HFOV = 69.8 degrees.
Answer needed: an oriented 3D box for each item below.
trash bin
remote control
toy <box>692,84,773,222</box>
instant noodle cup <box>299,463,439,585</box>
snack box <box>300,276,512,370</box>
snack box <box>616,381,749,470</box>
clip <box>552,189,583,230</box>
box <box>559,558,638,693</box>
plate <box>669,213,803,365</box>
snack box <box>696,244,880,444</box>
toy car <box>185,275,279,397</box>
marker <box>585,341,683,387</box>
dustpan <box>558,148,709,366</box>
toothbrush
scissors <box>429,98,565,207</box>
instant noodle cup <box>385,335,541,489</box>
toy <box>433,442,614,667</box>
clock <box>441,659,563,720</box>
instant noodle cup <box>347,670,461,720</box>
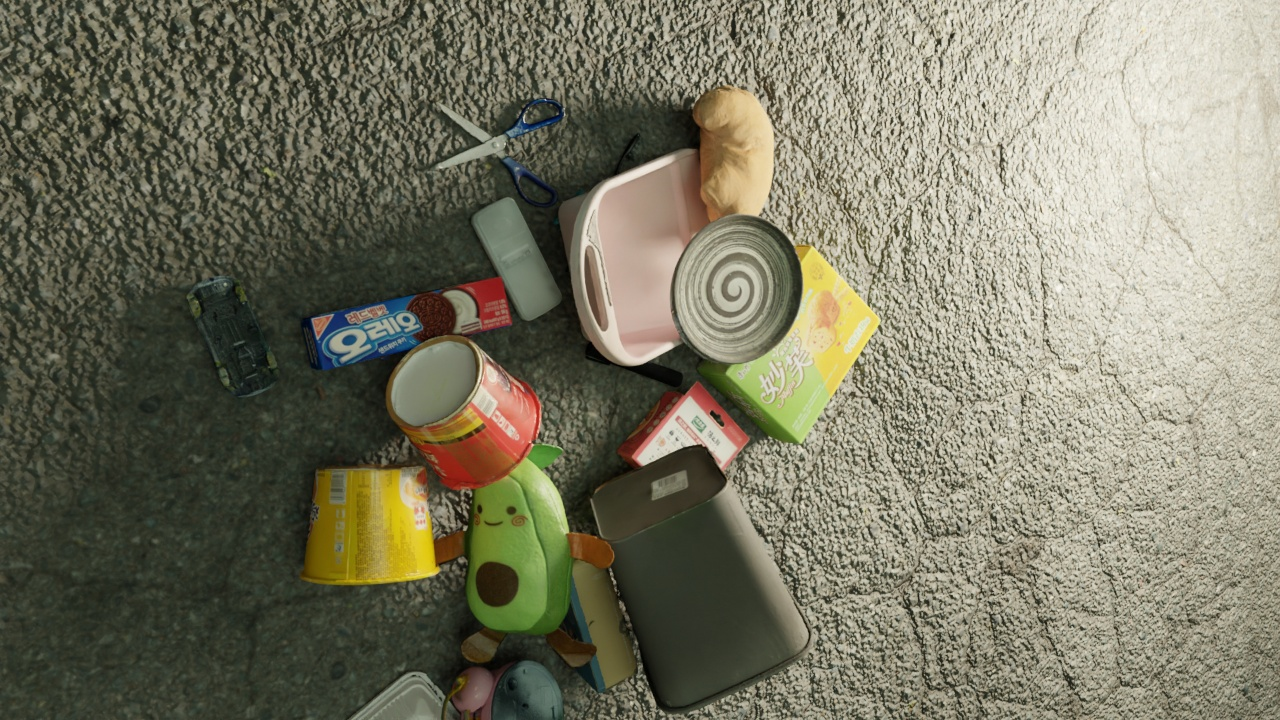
[{"bbox_3d":[0.059,0.237,1.050,0.198,0.199,0.220,-23,107,-3],"label":"trash bin"},{"bbox_3d":[-0.138,-0.113,1.029,0.055,0.020,0.136,-33,110,-20],"label":"remote control"},{"bbox_3d":[0.110,-0.215,1.108,0.143,0.083,0.226,-7,99,-47],"label":"toy"},{"bbox_3d":[-0.273,0.161,0.929,0.137,0.138,0.109,1,85,-28],"label":"instant noodle cup"},{"bbox_3d":[-0.242,-0.039,0.961,0.207,0.057,0.058,-16,99,-25],"label":"snack box"},{"bbox_3d":[0.054,0.105,1.139,0.127,0.044,0.113,-48,113,-14],"label":"snack box"},{"bbox_3d":[-0.079,-0.171,1.059,0.055,0.013,0.038,-43,112,-19],"label":"clip"},{"bbox_3d":[-0.063,0.289,1.073,0.059,0.090,0.184,-23,103,-23],"label":"box"},{"bbox_3d":[0.112,-0.083,1.087,0.179,0.024,0.179,-5,102,-24],"label":"plate"},{"bbox_3d":[0.195,-0.021,1.187,0.157,0.070,0.209,41,76,-25],"label":"snack box"},{"bbox_3d":[-0.397,-0.023,0.894,0.054,0.037,0.120,-24,96,-23],"label":"toy car"},{"bbox_3d":[-0.007,0.006,1.111,0.132,0.020,0.022,19,94,-28],"label":"marker"},{"bbox_3d":[0.018,-0.109,1.036,0.272,0.139,0.223,-21,108,-26],"label":"dustpan"},{"bbox_3d":[-0.042,-0.184,1.077,0.016,0.014,0.189,30,82,-21],"label":"toothbrush"},{"bbox_3d":[-0.148,-0.235,1.016,0.175,0.012,0.162,-40,112,-18],"label":"scissors"},{"bbox_3d":[-0.184,0.046,0.935,0.137,0.138,0.108,-50,145,-15],"label":"instant noodle cup"},{"bbox_3d":[-0.131,0.215,0.982,0.227,0.089,0.247,-3,96,16],"label":"toy"},{"bbox_3d":[-0.157,0.396,1.017,0.158,0.060,0.117,20,59,-51],"label":"clock"},{"bbox_3d":[-0.246,0.448,1.008,0.137,0.060,0.173,-37,112,-20],"label":"instant noodle cup"}]
